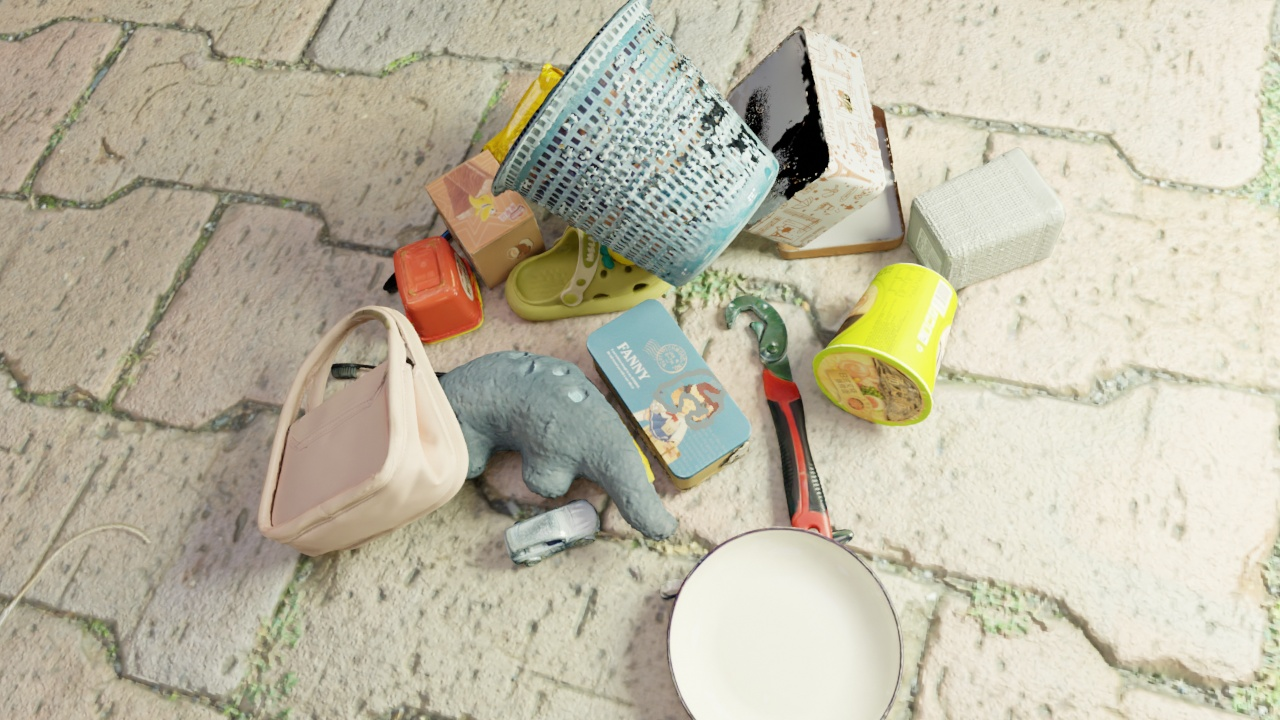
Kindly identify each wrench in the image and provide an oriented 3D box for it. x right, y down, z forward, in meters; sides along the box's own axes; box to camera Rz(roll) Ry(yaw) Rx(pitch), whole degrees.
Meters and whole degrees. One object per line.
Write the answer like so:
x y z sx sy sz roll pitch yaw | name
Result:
0.134 0.052 0.866 0.056 0.016 0.273 -14 61 3 | wrench

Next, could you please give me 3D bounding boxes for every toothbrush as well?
-0.235 0.016 0.949 0.189 0.014 0.016 4 73 11 | toothbrush
0.103 0.179 0.815 0.181 0.018 0.015 -17 55 -1 | toothbrush
-0.214 -0.139 1.023 0.014 0.016 0.189 35 72 32 | toothbrush

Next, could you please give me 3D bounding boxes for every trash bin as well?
0.007 -0.181 0.838 0.195 0.227 0.226 39 74 -8 | trash bin

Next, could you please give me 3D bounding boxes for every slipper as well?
-0.052 -0.096 0.937 0.190 0.082 0.091 -15 66 5 | slipper

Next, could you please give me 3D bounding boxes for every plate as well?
0.119 0.238 0.766 0.192 0.039 0.192 -3 68 8 | plate

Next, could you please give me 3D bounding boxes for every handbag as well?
-0.267 0.050 0.864 0.194 0.093 0.233 -29 57 24 | handbag

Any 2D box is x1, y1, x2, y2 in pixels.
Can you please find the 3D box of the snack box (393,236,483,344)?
-0.214 -0.075 0.952 0.082 0.080 0.091 -19 63 0 | snack box

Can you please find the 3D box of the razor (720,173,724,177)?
0.030 -0.231 0.989 0.167 0.062 0.067 45 36 14 | razor

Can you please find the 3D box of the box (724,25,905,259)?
0.194 -0.203 0.940 0.177 0.153 0.182 10 63 -30 | box

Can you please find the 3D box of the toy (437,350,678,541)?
-0.115 0.059 0.867 0.357 0.091 0.137 14 80 22 | toy

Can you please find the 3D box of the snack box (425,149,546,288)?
-0.160 -0.146 0.964 0.077 0.093 0.094 -33 73 -8 | snack box

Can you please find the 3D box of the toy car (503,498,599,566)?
-0.082 0.157 0.846 0.090 0.034 0.043 -19 60 -2 | toy car

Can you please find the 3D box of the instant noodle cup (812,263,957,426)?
0.233 -0.021 0.845 0.112 0.112 0.123 22 61 18 | instant noodle cup

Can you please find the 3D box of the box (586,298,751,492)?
0.023 0.028 0.865 0.089 0.061 0.184 -34 72 -10 | box

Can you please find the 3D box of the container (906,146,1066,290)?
0.327 -0.131 0.887 0.114 0.090 0.090 -22 63 1 | container

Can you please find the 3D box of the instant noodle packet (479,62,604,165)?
-0.099 -0.238 0.973 0.111 0.044 0.128 40 93 26 | instant noodle packet
